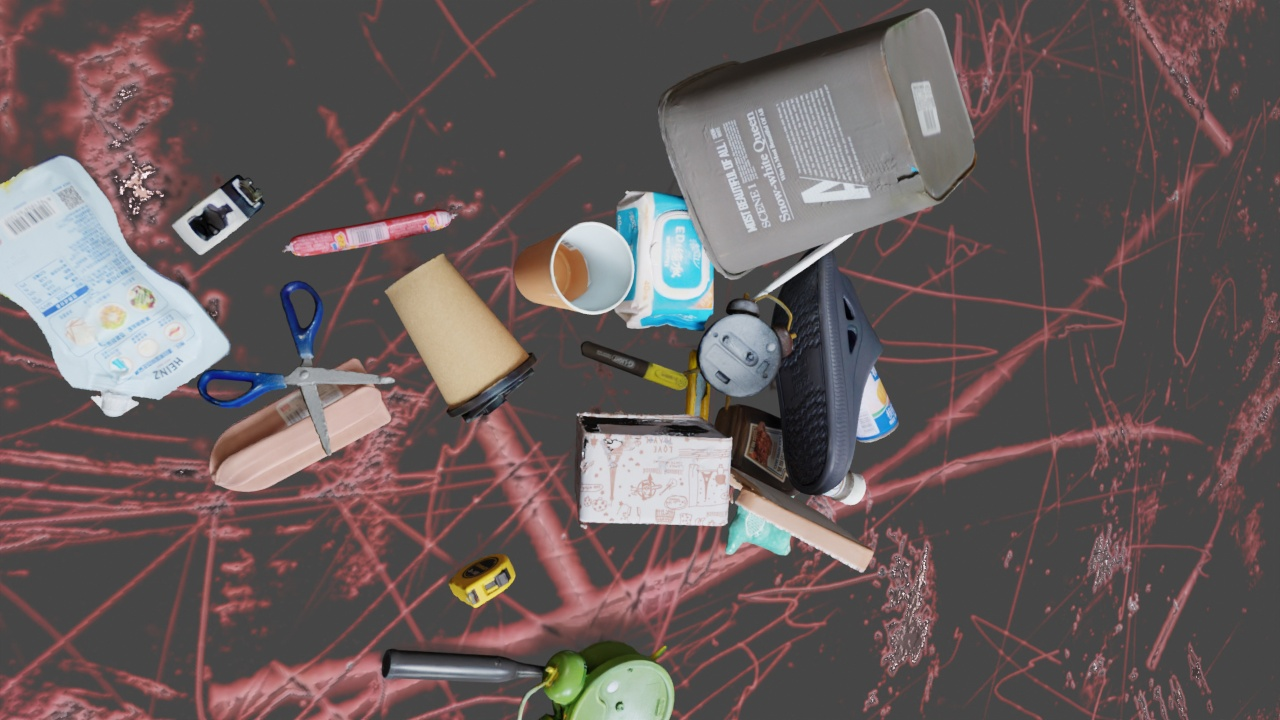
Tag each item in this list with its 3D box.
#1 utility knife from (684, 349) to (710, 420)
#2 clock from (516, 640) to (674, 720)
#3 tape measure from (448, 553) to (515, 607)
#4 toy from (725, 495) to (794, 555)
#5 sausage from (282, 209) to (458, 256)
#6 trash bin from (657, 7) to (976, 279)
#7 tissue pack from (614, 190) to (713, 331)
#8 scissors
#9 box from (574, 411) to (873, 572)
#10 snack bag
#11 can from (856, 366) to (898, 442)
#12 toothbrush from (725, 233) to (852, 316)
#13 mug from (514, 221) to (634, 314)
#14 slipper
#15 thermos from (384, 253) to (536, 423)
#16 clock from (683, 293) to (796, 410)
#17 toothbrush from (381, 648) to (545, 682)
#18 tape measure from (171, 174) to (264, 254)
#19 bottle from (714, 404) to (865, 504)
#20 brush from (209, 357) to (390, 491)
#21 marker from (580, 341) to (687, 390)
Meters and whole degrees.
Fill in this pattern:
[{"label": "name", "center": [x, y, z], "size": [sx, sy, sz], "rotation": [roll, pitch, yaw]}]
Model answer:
[{"label": "utility knife", "center": [0.057, 0.065, 0.959], "size": [0.033, 0.015, 0.154], "rotation": [3, 90, -29]}, {"label": "clock", "center": [-0.044, 0.332, 0.888], "size": [0.161, 0.056, 0.116], "rotation": [2, 103, -32]}, {"label": "tape measure", "center": [-0.143, 0.203, 0.843], "size": [0.057, 0.060, 0.029], "rotation": [-29, 103, -29]}, {"label": "toy", "center": [0.136, 0.177, 1.000], "size": [0.092, 0.030, 0.096], "rotation": [30, 72, -30]}, {"label": "sausage", "center": [-0.233, -0.112, 0.802], "size": [0.155, 0.020, 0.020], "rotation": [-16, 100, -25]}, {"label": "trash bin", "center": [0.170, -0.206, 0.857], "size": [0.198, 0.220, 0.199], "rotation": [-39, 112, -45]}, {"label": "tissue pack", "center": [0.026, -0.100, 0.909], "size": [0.089, 0.063, 0.140], "rotation": [1, 92, -28]}, {"label": "scissors", "center": [-0.278, 0.005, 0.740], "size": [0.176, 0.012, 0.162], "rotation": [-8, 62, 8]}, {"label": "box", "center": [0.067, 0.113, 0.842], "size": [0.272, 0.178, 0.106], "rotation": [16, 91, -6]}, {"label": "snack bag", "center": [-0.419, -0.052, 0.702], "size": [0.110, 0.039, 0.191], "rotation": [-42, 111, -24]}, {"label": "can", "center": [0.239, 0.022, 1.028], "size": [0.053, 0.053, 0.134], "rotation": [-35, 107, -21]}, {"label": "toothbrush", "center": [0.148, -0.081, 0.938], "size": [0.180, 0.016, 0.016], "rotation": [-37, 105, 22]}, {"label": "mug", "center": [-0.067, -0.082, 0.829], "size": [0.078, 0.123, 0.078], "rotation": [-2, 94, -27]}, {"label": "slipper", "center": [0.194, 0.011, 0.941], "size": [0.083, 0.111, 0.267], "rotation": [12, 64, -21]}, {"label": "thermos", "center": [-0.159, -0.018, 0.811], "size": [0.093, 0.093, 0.143], "rotation": [-37, 99, -20]}, {"label": "clock", "center": [0.105, -0.014, 0.928], "size": [0.082, 0.055, 0.122], "rotation": [40, 86, -1]}, {"label": "toothbrush", "center": [-0.137, 0.291, 0.868], "size": [0.212, 0.026, 0.027], "rotation": [13, 105, -30]}, {"label": "tape measure", "center": [-0.333, -0.116, 0.725], "size": [0.066, 0.066, 0.033], "rotation": [-46, 113, -19]}, {"label": "bottle", "center": [0.164, 0.112, 0.998], "size": [0.194, 0.044, 0.079], "rotation": [24, 68, -26]}, {"label": "brush", "center": [-0.284, 0.058, 0.756], "size": [0.145, 0.073, 0.063], "rotation": [-31, 106, -20]}, {"label": "marker", "center": [-0.005, 0.005, 0.926], "size": [0.124, 0.015, 0.018], "rotation": [20, 81, -25]}]
